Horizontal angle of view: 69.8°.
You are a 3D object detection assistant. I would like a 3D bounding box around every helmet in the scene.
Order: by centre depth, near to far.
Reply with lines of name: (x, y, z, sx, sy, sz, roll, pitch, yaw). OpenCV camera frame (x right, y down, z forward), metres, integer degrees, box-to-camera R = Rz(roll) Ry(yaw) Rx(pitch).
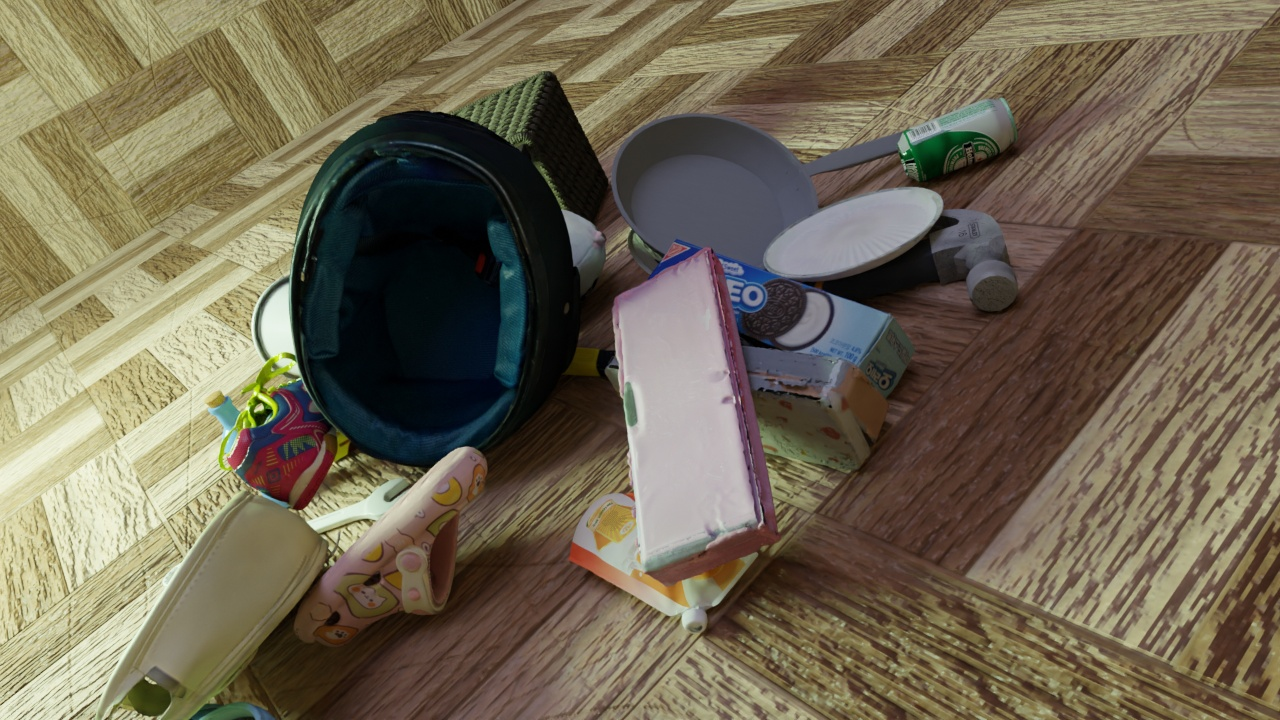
helmet: (-0.171, -0.077, 0.793, 0.249, 0.317, 0.235, 9, 32, -2)

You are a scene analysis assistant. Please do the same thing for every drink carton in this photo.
drink carton: (0.013, 0.130, 0.608, 0.122, 0.039, 0.069, 17, 52, 43)

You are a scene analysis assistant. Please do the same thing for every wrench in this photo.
wrench: (-0.328, 0.164, 0.849, 0.274, 0.009, 0.047, -21, 31, 12)

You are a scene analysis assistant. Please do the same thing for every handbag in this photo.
handbag: (-0.307, 0.184, 0.672, 0.190, 0.088, 0.233, -58, 15, -23)

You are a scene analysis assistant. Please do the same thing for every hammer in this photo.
hammer: (0.146, -0.055, 0.779, 0.313, 0.035, 0.139, -15, 31, 22)

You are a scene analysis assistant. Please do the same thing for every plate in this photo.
plate: (0.181, -0.107, 0.787, 0.157, 0.014, 0.156, -21, 25, 10)

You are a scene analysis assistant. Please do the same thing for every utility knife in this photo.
utility knife: (-0.005, 0.005, 0.821, 0.214, 0.020, 0.028, 4, 44, 44)

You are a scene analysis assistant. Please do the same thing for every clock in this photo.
clock: (-0.274, 0.278, 0.584, 0.162, 0.060, 0.117, -14, 34, 29)

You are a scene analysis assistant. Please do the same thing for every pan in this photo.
pan: (0.141, -0.178, 0.906, 0.356, 0.051, 0.200, -16, 63, -20)

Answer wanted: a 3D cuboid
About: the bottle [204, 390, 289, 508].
bottle: (-0.373, 0.083, 0.887, 0.048, 0.131, 0.048, -20, 31, 13)

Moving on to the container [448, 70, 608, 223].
container: (-0.223, -0.188, 1.144, 0.321, 0.176, 0.204, -19, 35, 15)

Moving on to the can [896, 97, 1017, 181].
can: (0.298, -0.208, 0.868, 0.101, 0.053, 0.053, -20, 31, 15)

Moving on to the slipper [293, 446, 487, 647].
slipper: (-0.169, 0.148, 0.679, 0.197, 0.081, 0.093, -45, 6, 13)

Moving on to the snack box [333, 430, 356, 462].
snack box: (-0.265, 0.046, 0.962, 0.149, 0.026, 0.061, -31, 31, -6)

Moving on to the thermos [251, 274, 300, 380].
thermos: (-0.336, -0.035, 1.032, 0.222, 0.131, 0.131, 5, 43, 44)

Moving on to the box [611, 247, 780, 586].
box: (0.031, 0.028, 0.614, 0.098, 0.037, 0.232, -28, 46, 26)

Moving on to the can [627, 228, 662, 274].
can: (0.056, -0.153, 0.954, 0.079, 0.079, 0.145, 6, 44, 44)

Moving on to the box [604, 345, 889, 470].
box: (0.071, 0.023, 0.673, 0.217, 0.081, 0.062, 8, 61, 44)

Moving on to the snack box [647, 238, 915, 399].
snack box: (0.100, -0.035, 0.717, 0.226, 0.059, 0.059, 28, 83, 45)

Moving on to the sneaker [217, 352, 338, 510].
sneaker: (-0.316, 0.045, 0.843, 0.116, 0.091, 0.241, -57, 18, 10)

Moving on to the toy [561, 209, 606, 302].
toy: (-0.110, -0.082, 0.973, 0.179, 0.101, 0.139, -54, 23, -9)
